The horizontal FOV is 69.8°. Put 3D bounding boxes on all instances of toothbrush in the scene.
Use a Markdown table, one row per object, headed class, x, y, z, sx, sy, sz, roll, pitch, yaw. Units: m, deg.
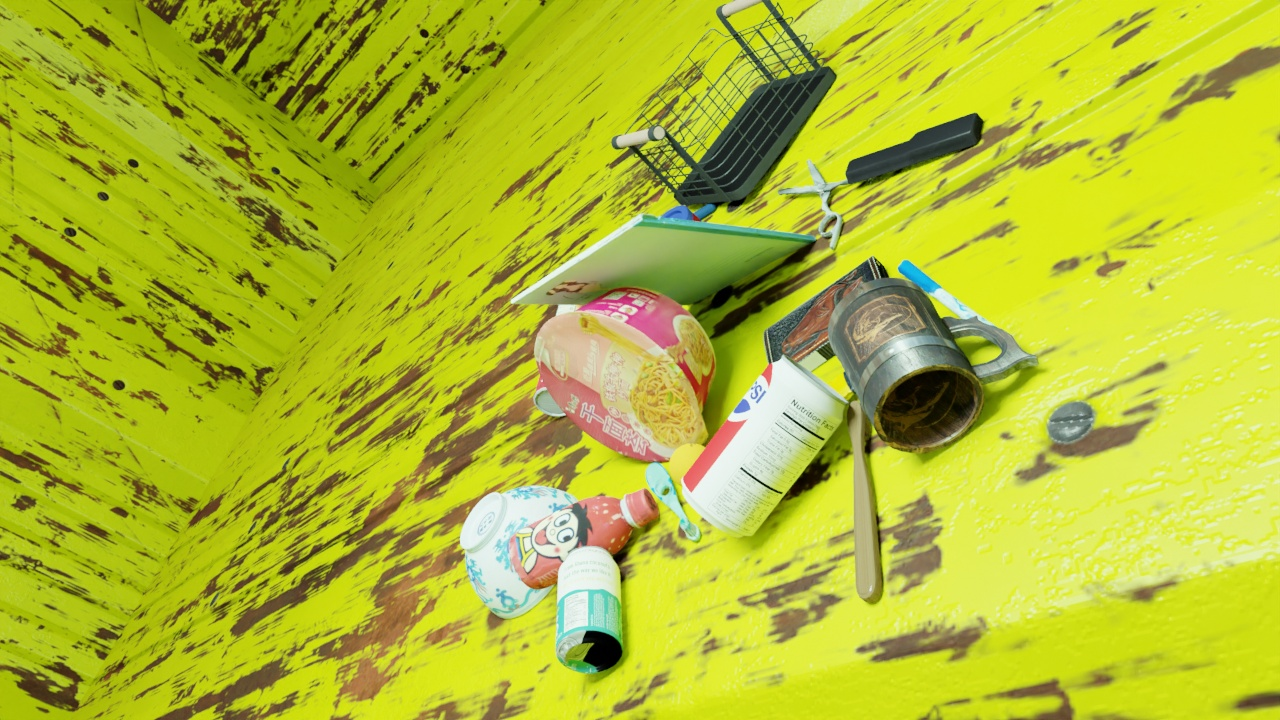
| class | x | y | z | sx | sy | sz | roll | pitch | yaw |
| --- | --- | --- | --- | --- | --- | --- | --- | --- | --- |
| toothbrush | 0.032 | -0.160 | 1.177 | 0.168 | 0.014 | 0.014 | -27 | 1 | 37 |
| toothbrush | 0.158 | 0.095 | 0.647 | 0.016 | 0.016 | 0.166 | -32 | 34 | 35 |
| toothbrush | 0.026 | 0.122 | 0.822 | 0.022 | 0.017 | 0.135 | -41 | 27 | 1 |

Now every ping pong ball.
| class | x | y | z | sx | sy | sz | roll | pitch | yaw |
| --- | --- | --- | --- | --- | --- | --- | --- | --- | --- |
| ping pong ball | 0.045 | 0.093 | 0.802 | 0.040 | 0.040 | 0.040 | -38 | 29 | 25 |

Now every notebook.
| class | x | y | z | sx | sy | sz | roll | pitch | yaw |
| --- | --- | --- | --- | --- | --- | --- | --- | --- | --- |
| notebook | 0.027 | -0.088 | 0.880 | 0.182 | 0.252 | 0.009 | -27 | 73 | 42 |

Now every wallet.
| class | x | y | z | sx | sy | sz | roll | pitch | yaw |
| --- | --- | --- | --- | --- | --- | --- | --- | --- | --- |
| wallet | 0.163 | -0.034 | 0.798 | 0.123 | 0.019 | 0.072 | -37 | 34 | 28 |

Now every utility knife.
| class | x | y | z | sx | sy | sz | roll | pitch | yaw |
| --- | --- | --- | --- | --- | --- | --- | --- | --- | --- |
| utility knife | 0.116 | 0.063 | 0.753 | 0.165 | 0.017 | 0.030 | -41 | 23 | 20 |

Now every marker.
| class | x | y | z | sx | sy | sz | roll | pitch | yaw |
| --- | --- | --- | --- | --- | --- | --- | --- | --- | --- |
| marker | 0.236 | -0.048 | 0.706 | 0.013 | 0.013 | 0.141 | -46 | 27 | 11 |

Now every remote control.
| class | x | y | z | sx | sy | sz | roll | pitch | yaw |
| --- | --- | --- | --- | --- | --- | --- | --- | --- | --- |
| remote control | 0.251 | -0.197 | 0.857 | 0.137 | 0.015 | 0.032 | -11 | 47 | 47 |

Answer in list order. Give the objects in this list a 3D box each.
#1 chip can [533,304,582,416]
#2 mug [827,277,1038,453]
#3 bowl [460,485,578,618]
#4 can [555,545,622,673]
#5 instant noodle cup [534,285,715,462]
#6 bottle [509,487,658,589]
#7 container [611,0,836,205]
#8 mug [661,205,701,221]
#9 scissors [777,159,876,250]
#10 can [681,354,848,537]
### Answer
| class | x | y | z | sx | sy | sz | roll | pitch | yaw |
| --- | --- | --- | --- | --- | --- | --- | --- | --- | --- |
| chip can | -0.090 | -0.024 | 1.160 | 0.052 | 0.052 | 0.214 | -33 | 32 | 34 |
| mug | 0.201 | -0.005 | 0.643 | 0.116 | 0.080 | 0.107 | -24 | 33 | 11 |
| bowl | -0.136 | 0.182 | 0.942 | 0.144 | 0.074 | 0.143 | -38 | 29 | 25 |
| can | -0.044 | 0.210 | 0.778 | 0.055 | 0.055 | 0.101 | -40 | 28 | 22 |
| instant noodle cup | -0.005 | 0.005 | 0.869 | 0.179 | 0.178 | 0.077 | -20 | 24 | 47 |
| bottle | -0.049 | 0.158 | 0.844 | 0.138 | 0.062 | 0.061 | -28 | 31 | 14 |
| container | 0.100 | -0.313 | 1.117 | 0.241 | 0.130 | 0.163 | -53 | 26 | -12 |
| mug | 0.038 | -0.109 | 1.032 | 0.112 | 0.076 | 0.074 | -41 | 27 | 20 |
| scissors | 0.185 | -0.164 | 0.937 | 0.142 | 0.014 | 0.161 | -16 | 44 | 47 |
| can | 0.095 | 0.066 | 0.706 | 0.132 | 0.070 | 0.070 | -54 | 25 | 10 |
